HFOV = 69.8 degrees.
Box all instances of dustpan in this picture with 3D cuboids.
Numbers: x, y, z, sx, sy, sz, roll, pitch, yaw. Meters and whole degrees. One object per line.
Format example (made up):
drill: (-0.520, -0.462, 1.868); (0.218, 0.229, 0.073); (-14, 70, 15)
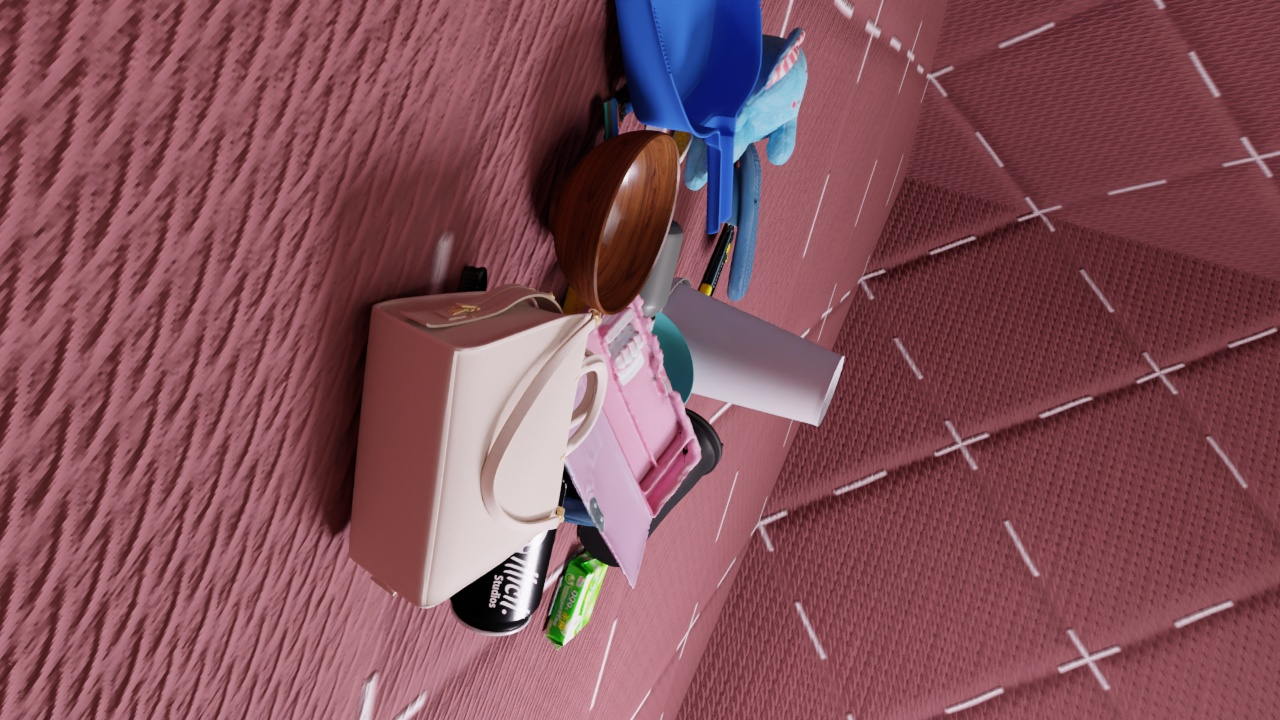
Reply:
dustpan: (0.051, -0.234, 0.801); (0.244, 0.059, 0.258); (-51, 148, -48)

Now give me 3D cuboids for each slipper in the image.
slipper: (0.120, -0.181, 1.155); (0.103, 0.059, 0.214); (-53, 147, -69)
slipper: (-0.038, 0.134, 0.942); (0.213, 0.104, 0.059); (10, 88, -75)

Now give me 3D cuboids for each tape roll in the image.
tape roll: (0.031, -0.228, 0.878); (0.093, 0.019, 0.094); (-58, 160, -35)

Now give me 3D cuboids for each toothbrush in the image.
toothbrush: (-0.136, 0.019, 0.655); (0.014, 0.017, 0.188); (-27, 138, -61)

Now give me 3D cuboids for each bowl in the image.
bowl: (-0.030, -0.116, 0.724); (0.147, 0.069, 0.147); (-57, 160, -35)
bowl: (-0.006, 0.005, 0.945); (0.046, 0.121, 0.120); (-28, -159, 47)

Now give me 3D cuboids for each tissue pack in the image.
tissue pack: (-0.076, 0.286, 1.122); (0.114, 0.034, 0.099); (-70, 165, 8)

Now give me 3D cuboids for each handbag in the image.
handbag: (-0.088, 0.043, 0.618); (0.197, 0.101, 0.195); (-17, 125, -52)

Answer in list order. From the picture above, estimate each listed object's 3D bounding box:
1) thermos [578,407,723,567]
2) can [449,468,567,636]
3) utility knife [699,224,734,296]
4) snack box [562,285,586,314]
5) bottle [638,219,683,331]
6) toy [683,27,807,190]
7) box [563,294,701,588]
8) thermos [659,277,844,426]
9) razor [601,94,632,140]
thermos: (0.011, 0.155, 1.140); (0.217, 0.106, 0.106); (-48, 153, -41)
can: (-0.111, 0.146, 0.755); (0.080, 0.080, 0.146); (-35, 142, -63)
utility knife: (0.100, -0.120, 1.231); (0.029, 0.020, 0.186); (43, 67, -74)
snack box: (-0.059, 0.005, 0.840); (0.075, 0.025, 0.152); (-2, 108, -72)
bottle: (0.002, -0.084, 0.884); (0.060, 0.060, 0.109); (-35, 142, -62)
toy: (0.111, -0.248, 0.937); (0.180, 0.115, 0.184); (-64, -167, -12)
box: (-0.022, 0.067, 0.821); (0.179, 0.051, 0.233); (-59, 142, -38)
thermos: (0.105, -0.003, 1.019); (0.132, 0.222, 0.131); (90, 26, -49)
razor: (-0.004, -0.218, 0.779); (0.140, 0.018, 0.044); (-51, 146, -51)
